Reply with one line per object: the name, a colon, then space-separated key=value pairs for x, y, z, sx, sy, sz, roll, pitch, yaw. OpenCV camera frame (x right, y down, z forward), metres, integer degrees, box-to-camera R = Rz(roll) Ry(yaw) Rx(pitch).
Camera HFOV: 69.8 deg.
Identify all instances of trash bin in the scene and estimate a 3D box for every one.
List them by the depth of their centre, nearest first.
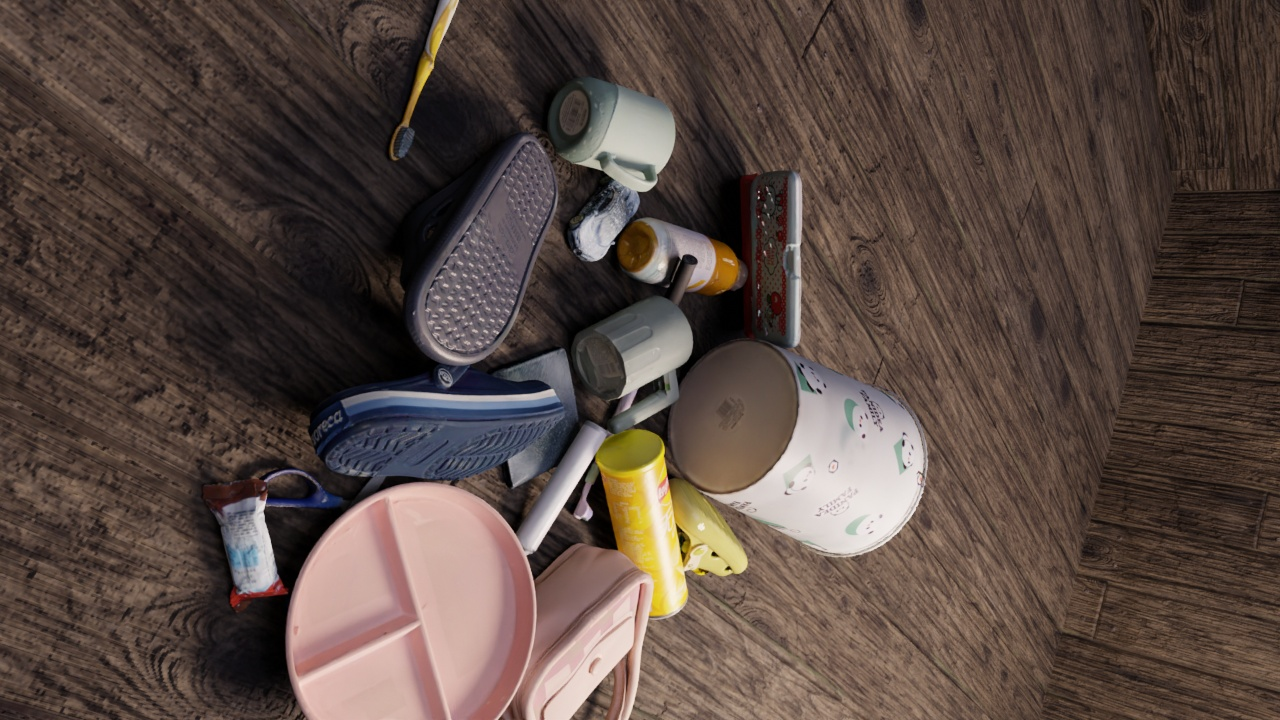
trash bin: x=0.182 y=0.100 z=1.098 sx=0.251 sy=0.230 sz=0.229 roll=25 pitch=76 yaw=-43

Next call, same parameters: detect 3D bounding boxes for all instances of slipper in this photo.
slipper: x=-0.172 y=0.042 z=0.770 sx=0.252 sy=0.105 sz=0.095 roll=2 pitch=58 yaw=-57
slipper: x=-0.148 y=-0.097 z=0.794 sx=0.267 sy=0.083 sz=0.111 roll=-71 pitch=146 yaw=-42
slipper: x=0.059 y=0.204 z=1.081 sx=0.081 sy=0.091 sz=0.190 roll=-33 pitch=141 yaw=4

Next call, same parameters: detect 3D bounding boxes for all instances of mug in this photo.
mug: x=-0.026 y=-0.215 z=0.892 sx=0.106 sy=0.082 sz=0.111 roll=2 pitch=60 yaw=-48
mug: x=-0.006 y=0.006 z=0.962 sx=0.103 sy=0.084 sz=0.124 roll=-28 pitch=116 yaw=-42

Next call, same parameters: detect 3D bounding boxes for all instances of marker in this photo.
marker: x=0.030 y=-0.060 z=0.985 sx=0.022 sy=0.020 sz=0.132 roll=1 pitch=139 yaw=-21

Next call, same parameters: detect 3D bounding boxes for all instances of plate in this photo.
plate: x=-0.187 y=0.218 z=0.768 sx=0.229 sy=0.028 sz=0.229 roll=10 pitch=75 yaw=-41

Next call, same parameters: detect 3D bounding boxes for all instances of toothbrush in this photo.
toothbrush: x=-0.176 y=-0.256 z=0.773 sx=0.016 sy=0.018 sz=0.191 roll=29 pitch=74 yaw=-49
toothbrush: x=-0.100 y=0.158 z=0.904 sx=0.220 sy=0.027 sz=0.026 roll=-59 pitch=145 yaw=-13
toothbrush: x=-0.030 y=0.083 z=0.994 sx=0.021 sy=0.029 sz=0.188 roll=26 pitch=71 yaw=-9

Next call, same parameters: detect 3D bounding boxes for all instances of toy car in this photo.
toy car: x=-0.036 y=-0.147 z=0.944 sx=0.105 sy=0.031 sz=0.049 roll=-56 pitch=132 yaw=-26

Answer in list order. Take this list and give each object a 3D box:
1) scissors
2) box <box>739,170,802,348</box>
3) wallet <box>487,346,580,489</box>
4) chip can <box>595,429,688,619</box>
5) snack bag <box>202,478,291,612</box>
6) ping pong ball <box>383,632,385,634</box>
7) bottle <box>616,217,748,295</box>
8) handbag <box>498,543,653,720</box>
scissors: x=-0.247 y=0.128 z=0.753 sx=0.162 sy=0.012 sz=0.175 roll=46 pitch=60 yaw=-44
box: x=0.149 y=-0.122 z=1.091 sx=0.060 sy=0.161 sz=0.201 roll=-4 pitch=100 yaw=-10
wallet: x=-0.103 y=0.054 z=0.906 sx=0.097 sy=0.019 sz=0.121 roll=-23 pitch=111 yaw=-45
chip can: x=0.005 y=0.179 z=0.987 sx=0.071 sy=0.072 sz=0.214 roll=-38 pitch=130 yaw=-40
snack bag: x=-0.294 y=0.138 z=0.685 sx=0.045 sy=0.026 sz=0.105 roll=-8 pitch=107 yaw=-8
ping pong ball: x=-0.205 y=0.240 z=0.795 sx=0.040 sy=0.040 sz=0.040 roll=-9 pitch=102 yaw=-48
bottle: x=0.054 y=-0.110 z=1.025 sx=0.189 sy=0.068 sz=0.068 roll=8 pitch=89 yaw=-50
handbag: x=-0.065 y=0.330 z=0.952 sx=0.192 sy=0.093 sz=0.234 roll=-36 pitch=129 yaw=-40
